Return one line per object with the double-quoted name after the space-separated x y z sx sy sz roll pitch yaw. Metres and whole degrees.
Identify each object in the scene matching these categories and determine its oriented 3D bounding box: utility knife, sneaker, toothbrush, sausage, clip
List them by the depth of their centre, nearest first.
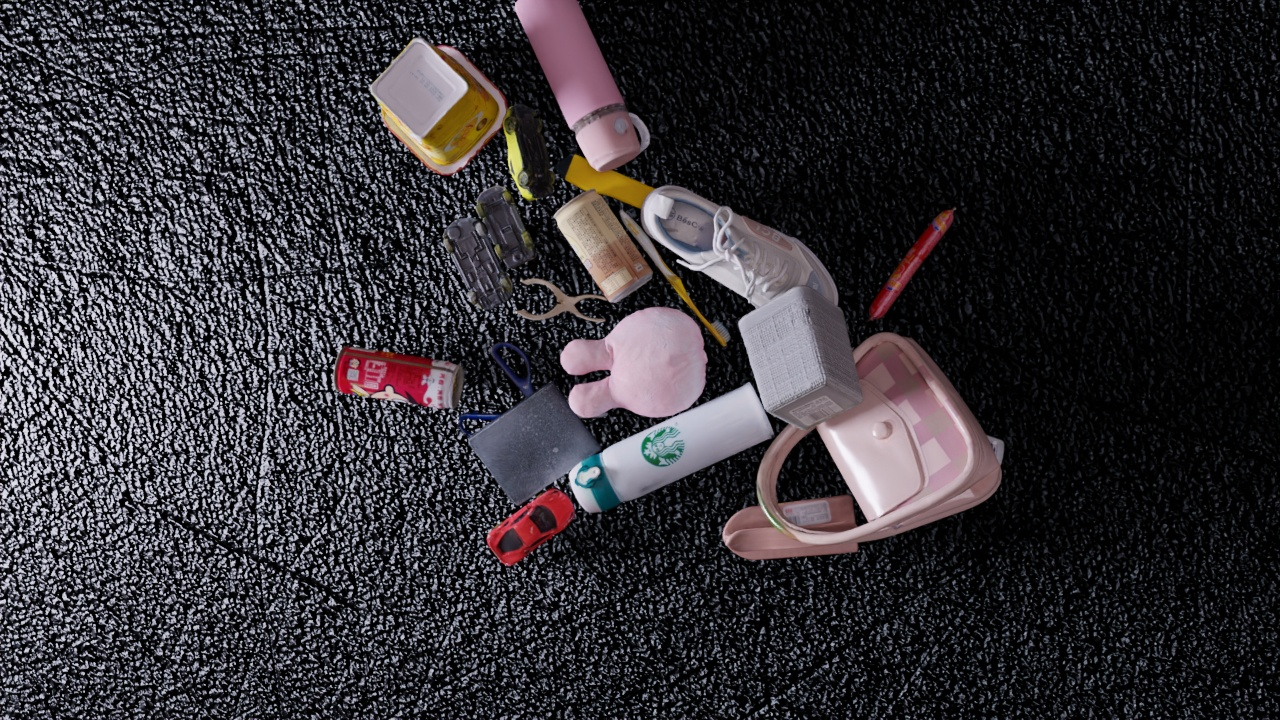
0.112 -0.113 0.976 0.242 0.090 0.089 29 95 -7 "sneaker"
0.297 -0.106 1.010 0.020 0.020 0.156 36 94 0 "sausage"
-0.023 -0.190 1.020 0.154 0.015 0.033 24 100 0 "utility knife"
-0.090 -0.078 1.021 0.104 0.035 0.084 -9 94 -2 "clip"
0.039 -0.094 1.023 0.018 0.016 0.191 -38 92 -7 "toothbrush"

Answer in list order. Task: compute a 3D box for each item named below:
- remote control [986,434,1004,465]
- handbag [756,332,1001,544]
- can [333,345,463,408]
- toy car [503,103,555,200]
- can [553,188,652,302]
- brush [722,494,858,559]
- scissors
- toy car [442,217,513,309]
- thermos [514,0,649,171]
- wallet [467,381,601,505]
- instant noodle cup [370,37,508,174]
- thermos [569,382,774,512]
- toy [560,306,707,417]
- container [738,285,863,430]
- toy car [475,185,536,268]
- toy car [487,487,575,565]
0.326 0.093 1.020 0.150 0.021 0.058 18 94 2 "remote control"
0.230 0.100 0.956 0.234 0.093 0.193 -35 51 14 "handbag"
-0.268 0.020 1.024 0.133 0.053 0.053 9 94 2 "can"
-0.126 -0.228 1.009 0.032 0.048 0.105 -10 95 36 "toy car"
-0.040 -0.125 1.003 0.058 0.058 0.116 -34 92 4 "can"
0.163 0.186 1.007 0.146 0.073 0.063 -6 94 4 "brush"
-0.128 0.055 1.042 0.175 0.012 0.162 -17 94 1 "scissors"
-0.180 -0.108 1.023 0.049 0.031 0.105 -25 94 3 "toy car"
-0.057 -0.306 0.991 0.087 0.067 0.198 -26 90 -36 "thermos"
-0.120 0.095 1.032 0.121 0.019 0.097 -34 98 5 "wallet"
-0.216 -0.273 0.968 0.116 0.123 0.116 45 93 -1 "instant noodle cup"
0.031 0.099 1.006 0.224 0.073 0.073 -25 92 3 "thermos"
-0.006 0.006 1.011 0.159 0.054 0.121 -10 86 2 "toy"
0.168 0.001 0.952 0.090 0.090 0.114 -32 51 31 "container"
-0.149 -0.148 1.018 0.042 0.035 0.090 -25 92 2 "toy car"
-0.123 0.188 1.041 0.106 0.031 0.049 -36 93 2 "toy car"
